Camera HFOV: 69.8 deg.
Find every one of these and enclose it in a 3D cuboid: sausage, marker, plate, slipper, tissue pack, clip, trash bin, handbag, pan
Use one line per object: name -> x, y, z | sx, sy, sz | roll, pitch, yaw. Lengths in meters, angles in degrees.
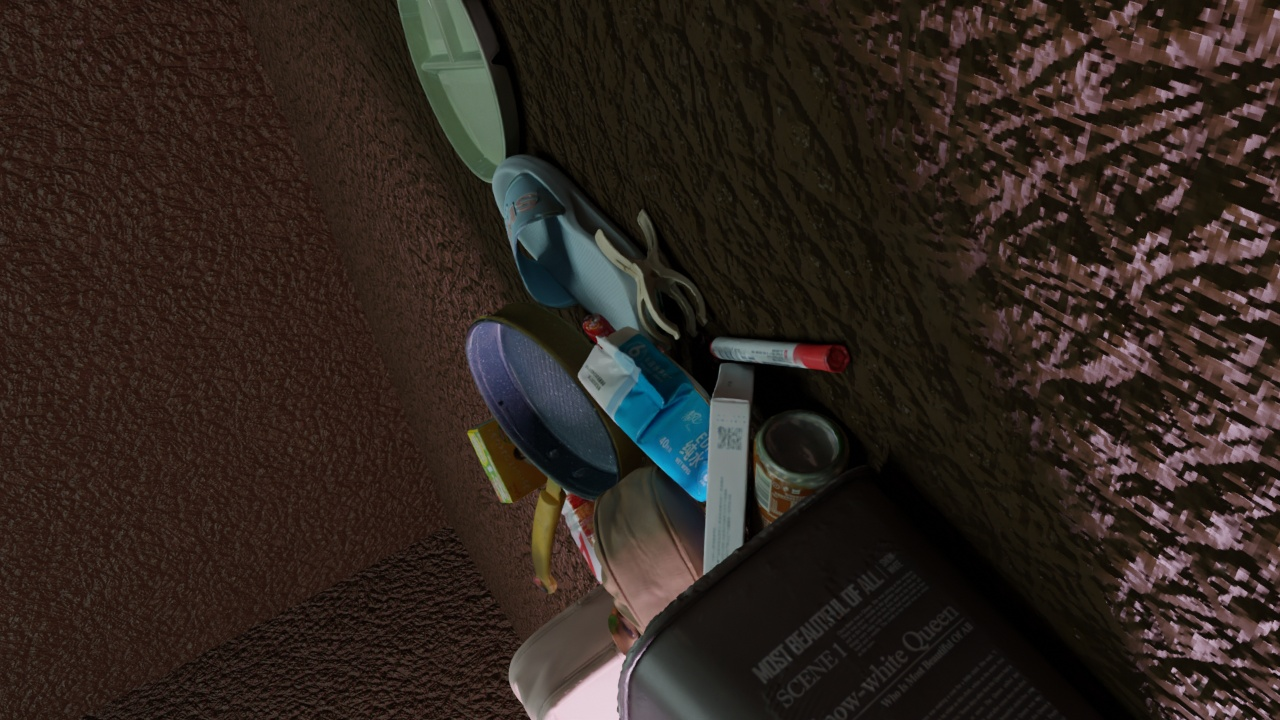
sausage -> -0.004, 0.004, 0.719 | 0.020, 0.020, 0.156 | 47, -179, 40
marker -> 0.082, -0.005, 0.576 | 0.145, 0.017, 0.017 | 9, 123, 67
plate -> -0.171, -0.279, 0.860 | 0.230, 0.027, 0.231 | 52, 158, 31
slipper -> -0.064, -0.083, 0.765 | 0.245, 0.074, 0.104 | 44, 154, 40
tissue pack -> 0.020, 0.040, 0.679 | 0.090, 0.063, 0.140 | 45, 178, 43
clip -> 0.001, -0.053, 0.656 | 0.103, 0.076, 0.035 | 50, 160, 4
trash bin -> 0.129, 0.214, 0.494 | 0.220, 0.198, 0.199 | 42, 152, 33
handbag -> -0.001, 0.328, 0.905 | 0.093, 0.193, 0.234 | 38, 158, 54
handbag -> 0.028, 0.183, 0.727 | 0.204, 0.100, 0.147 | 62, -171, -11
pan -> -0.087, 0.103, 0.870 | 0.198, 0.078, 0.358 | 33, 146, 30

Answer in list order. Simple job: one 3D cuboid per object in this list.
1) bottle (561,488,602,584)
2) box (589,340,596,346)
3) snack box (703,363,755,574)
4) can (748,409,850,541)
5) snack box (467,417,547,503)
bottle -> -0.025, 0.206, 0.993 | 0.197, 0.068, 0.068 | 59, 161, 7
box -> -0.058, 0.021, 0.879 | 0.075, 0.076, 0.164 | 61, 161, 0
snack box -> 0.059, 0.087, 0.607 | 0.084, 0.027, 0.157 | -62, -25, -72
can -> 0.100, 0.098, 0.598 | 0.058, 0.057, 0.147 | 49, 156, 36
snack box -> -0.106, 0.083, 0.987 | 0.034, 0.140, 0.087 | -13, 103, 58
